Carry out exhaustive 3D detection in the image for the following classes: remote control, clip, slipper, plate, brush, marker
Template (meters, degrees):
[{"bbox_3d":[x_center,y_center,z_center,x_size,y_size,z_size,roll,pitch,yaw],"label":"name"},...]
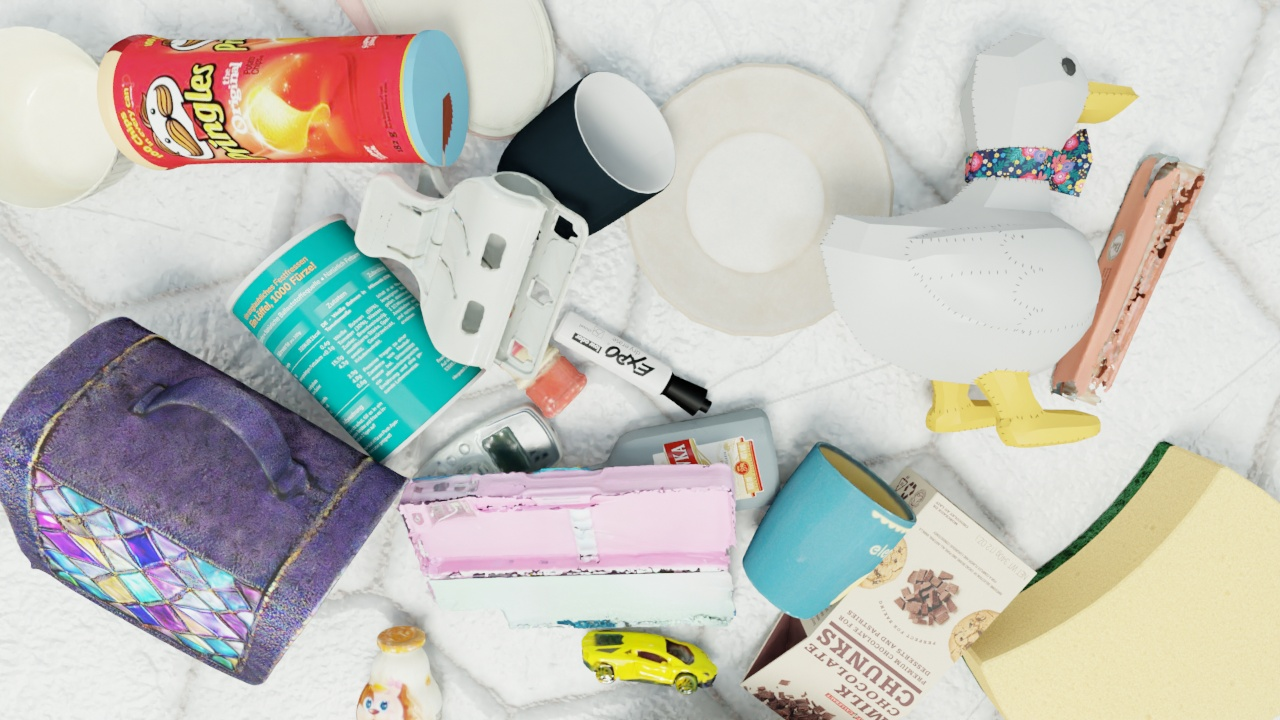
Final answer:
[{"bbox_3d":[-0.115,0.078,0.680,0.114,0.028,0.060,-29,99,3],"label":"remote control"},{"bbox_3d":[-0.113,-0.067,0.584,0.147,0.081,0.125,31,118,11],"label":"clip"},{"bbox_3d":[-0.156,-0.270,0.608,0.114,0.054,0.274,-36,108,0],"label":"slipper"},{"bbox_3d":[0.084,-0.112,0.653,0.189,0.027,0.189,0,99,-1],"label":"plate"},{"bbox_3d":[0.385,0.208,0.686,0.250,0.075,0.195,-42,98,5],"label":"brush"},{"bbox_3d":[-0.004,0.004,0.672,0.126,0.025,0.025,30,97,-5],"label":"marker"}]

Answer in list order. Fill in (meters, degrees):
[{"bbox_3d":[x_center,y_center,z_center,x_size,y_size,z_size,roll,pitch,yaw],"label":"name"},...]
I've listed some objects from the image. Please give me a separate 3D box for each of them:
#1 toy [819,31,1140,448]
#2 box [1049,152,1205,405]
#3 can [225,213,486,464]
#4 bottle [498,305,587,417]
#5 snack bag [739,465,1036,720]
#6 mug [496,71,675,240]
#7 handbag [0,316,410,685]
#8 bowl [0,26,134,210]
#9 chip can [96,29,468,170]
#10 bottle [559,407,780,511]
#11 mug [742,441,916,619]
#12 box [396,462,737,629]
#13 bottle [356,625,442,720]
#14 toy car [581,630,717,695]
[{"bbox_3d":[0.227,-0.078,0.606,0.246,0.141,0.267,-9,96,-20],"label":"toy"},{"bbox_3d":[0.353,-0.054,0.660,0.053,0.058,0.187,13,101,-34],"label":"box"},{"bbox_3d":[-0.192,-0.013,0.628,0.099,0.099,0.144,-41,98,5],"label":"can"},{"bbox_3d":[-0.088,-0.009,0.660,0.044,0.044,0.109,-43,97,5],"label":"bottle"},{"bbox_3d":[0.176,0.194,0.684,0.094,0.070,0.206,38,97,-7],"label":"snack bag"},{"bbox_3d":[-0.037,-0.144,0.613,0.085,0.095,0.121,28,55,-33],"label":"mug"},{"bbox_3d":[-0.272,0.087,0.583,0.205,0.125,0.223,31,135,-4],"label":"handbag"},{"bbox_3d":[-0.394,-0.160,0.619,0.115,0.062,0.115,0,99,-1],"label":"bowl"},{"bbox_3d":[-0.225,-0.165,0.585,0.213,0.087,0.087,3,99,13],"label":"chip can"},{"bbox_3d":[0.018,0.083,0.674,0.161,0.046,0.072,-10,101,1],"label":"bottle"},{"bbox_3d":[0.131,0.123,0.653,0.084,0.112,0.104,40,104,18],"label":"mug"},{"bbox_3d":[-0.045,0.144,0.663,0.230,0.035,0.159,-3,126,6],"label":"box"},{"bbox_3d":[-0.181,0.257,0.691,0.063,0.063,0.108,2,99,-2],"label":"bottle"},{"bbox_3d":[0.007,0.226,0.697,0.107,0.049,0.030,10,97,-4],"label":"toy car"}]
